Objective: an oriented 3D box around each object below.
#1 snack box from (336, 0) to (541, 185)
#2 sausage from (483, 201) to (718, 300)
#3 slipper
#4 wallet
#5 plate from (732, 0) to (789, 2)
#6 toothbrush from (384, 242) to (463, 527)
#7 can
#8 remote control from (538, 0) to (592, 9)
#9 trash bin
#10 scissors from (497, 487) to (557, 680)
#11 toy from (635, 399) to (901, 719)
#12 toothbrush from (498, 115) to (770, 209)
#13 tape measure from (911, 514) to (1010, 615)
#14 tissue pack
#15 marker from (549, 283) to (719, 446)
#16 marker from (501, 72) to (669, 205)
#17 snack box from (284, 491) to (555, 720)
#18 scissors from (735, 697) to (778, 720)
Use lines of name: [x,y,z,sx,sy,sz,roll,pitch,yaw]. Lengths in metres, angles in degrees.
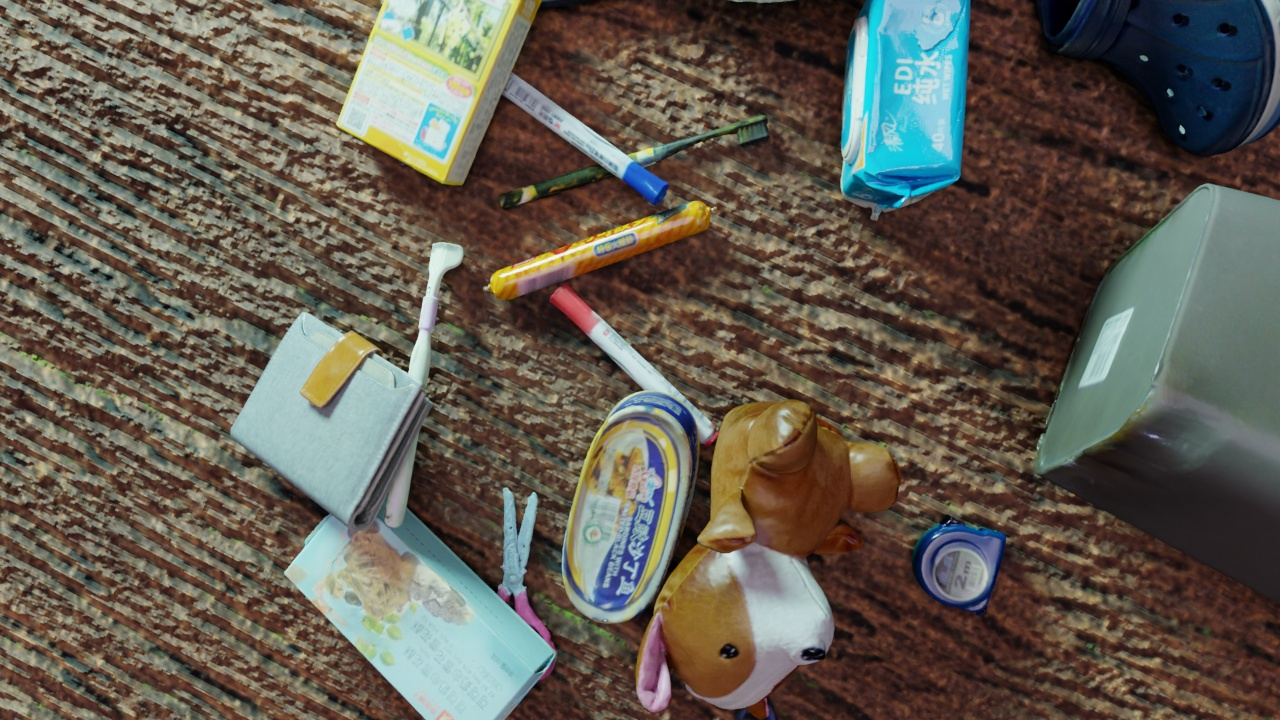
snack box: [-0.130,-0.195,0.591,0.087,0.033,0.140,28,105,9]
sausage: [-0.027,-0.072,0.609,0.165,0.021,0.021,-19,92,5]
slipper: [0.279,-0.226,0.532,0.095,0.105,0.253,-33,88,-2]
wallet: [-0.203,0.033,0.595,0.130,0.037,0.106,27,90,30]
plate: [0.090,-0.319,0.542,0.230,0.027,0.230,-5,74,15]
toothbrush: [-0.144,0.015,0.602,0.029,0.020,0.189,1,78,34]
can: [-0.006,0.094,0.594,0.074,0.049,0.148,16,101,6]
remote control: [-0.042,-0.259,0.597,0.136,0.024,0.053,-7,95,7]
trash bin: [0.362,0.031,0.496,0.220,0.199,0.198,23,75,11]
scissors: [-0.097,0.153,0.633,0.077,0.017,0.137,-5,89,14]
toy: [0.078,0.127,0.557,0.140,0.130,0.199,26,92,-32]
toothbrush: [-0.005,-0.128,0.608,0.186,0.012,0.017,-16,82,6]
tape measure: [0.207,0.132,0.600,0.054,0.025,0.058,15,90,5]
tissue pack: [0.156,-0.158,0.554,0.063,0.090,0.140,3,94,4]
marker: [-0.004,0.004,0.614,0.145,0.017,0.017,44,95,1]
marker: [-0.043,-0.149,0.599,0.146,0.017,0.017,37,95,9]
snack box: [-0.145,0.168,0.607,0.175,0.051,0.074,41,95,10]
scissors: [0.117,0.302,0.624,0.162,0.012,0.176,-26,92,5]
